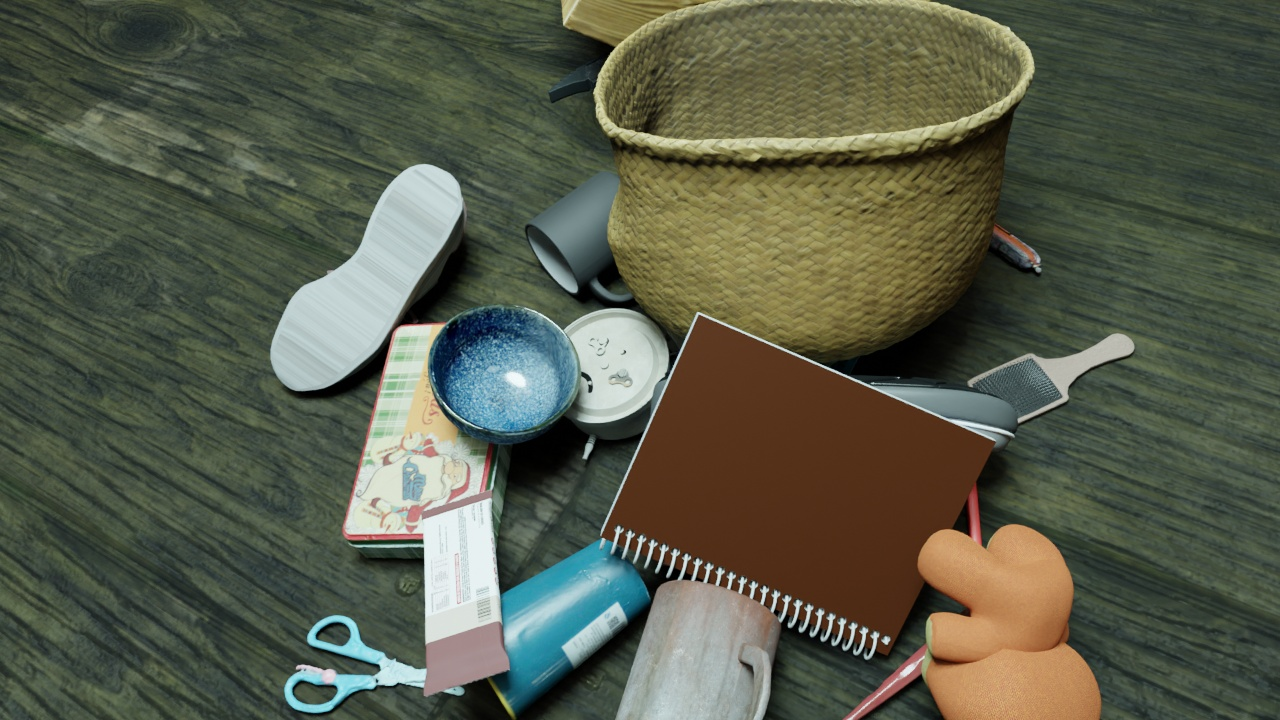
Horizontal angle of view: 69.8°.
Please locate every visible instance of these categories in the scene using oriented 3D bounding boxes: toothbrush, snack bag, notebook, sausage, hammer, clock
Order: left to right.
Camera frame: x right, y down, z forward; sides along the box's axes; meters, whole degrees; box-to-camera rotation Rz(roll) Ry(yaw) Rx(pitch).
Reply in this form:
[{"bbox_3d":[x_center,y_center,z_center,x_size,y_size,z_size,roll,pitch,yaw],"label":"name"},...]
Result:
[{"bbox_3d":[-0.122,0.151,0.622,0.057,0.013,0.157,-17,38,-2],"label":"snack bag"},{"bbox_3d":[-0.004,0.004,0.755,0.157,0.061,0.103,-36,57,-5],"label":"clock"},{"bbox_3d":[0.023,-0.212,0.924,0.095,0.015,0.325,-32,58,-12],"label":"hammer"},{"bbox_3d":[0.099,0.088,0.605,0.209,0.022,0.172,23,99,-3],"label":"notebook"},{"bbox_3d":[0.178,0.203,0.604,0.189,0.016,0.016,-36,53,-8],"label":"toothbrush"},{"bbox_3d":[0.237,0.109,0.669,0.018,0.012,0.212,1,57,11],"label":"toothbrush"},{"bbox_3d":[0.293,-0.125,0.814,0.020,0.020,0.155,-34,58,-14],"label":"sausage"}]

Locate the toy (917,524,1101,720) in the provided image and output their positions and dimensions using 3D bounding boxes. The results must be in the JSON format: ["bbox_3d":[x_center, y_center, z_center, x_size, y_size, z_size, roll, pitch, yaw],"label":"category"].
[{"bbox_3d":[0.224,0.189,0.555,0.112,0.096,0.176,4,68,-28],"label":"toy"}]

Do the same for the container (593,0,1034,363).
[{"bbox_3d":[0.120,-0.140,0.696,0.307,0.197,0.306,-6,39,5],"label":"container"}]

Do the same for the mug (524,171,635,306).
[{"bbox_3d":[-0.035,-0.102,0.829,0.087,0.078,0.113,-38,85,-16],"label":"mug"}]

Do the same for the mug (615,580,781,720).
[{"bbox_3d":[0.045,0.202,0.578,0.096,0.123,0.110,28,58,-22],"label":"mug"}]

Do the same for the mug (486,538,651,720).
[{"bbox_3d":[-0.057,0.180,0.639,0.121,0.078,0.078,-31,57,-17],"label":"mug"}]

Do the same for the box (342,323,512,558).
[{"bbox_3d":[-0.164,0.061,0.751,0.118,0.051,0.205,0,55,9],"label":"box"}]

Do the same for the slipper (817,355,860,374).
[{"bbox_3d":[0.140,-0.027,0.751,0.118,0.060,0.294,34,68,31],"label":"slipper"}]

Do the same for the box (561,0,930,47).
[{"bbox_3d":[0.075,-0.429,0.861,0.278,0.287,0.335,11,53,-30],"label":"box"}]

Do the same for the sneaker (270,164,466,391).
[{"bbox_3d":[-0.237,-0.068,0.840,0.099,0.089,0.236,39,90,7],"label":"sneaker"}]

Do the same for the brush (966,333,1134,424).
[{"bbox_3d":[0.328,0.008,0.720,0.135,0.015,0.050,-23,57,-6],"label":"brush"}]

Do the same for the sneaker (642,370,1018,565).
[{"bbox_3d":[0.131,0.087,0.652,0.257,0.093,0.160,5,93,2],"label":"sneaker"}]

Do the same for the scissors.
[{"bbox_3d":[-0.188,0.220,0.673,0.141,0.015,0.075,0,55,3],"label":"scissors"}]

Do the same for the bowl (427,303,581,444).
[{"bbox_3d":[-0.106,0.019,0.705,0.114,0.061,0.114,7,58,-11],"label":"bowl"}]
